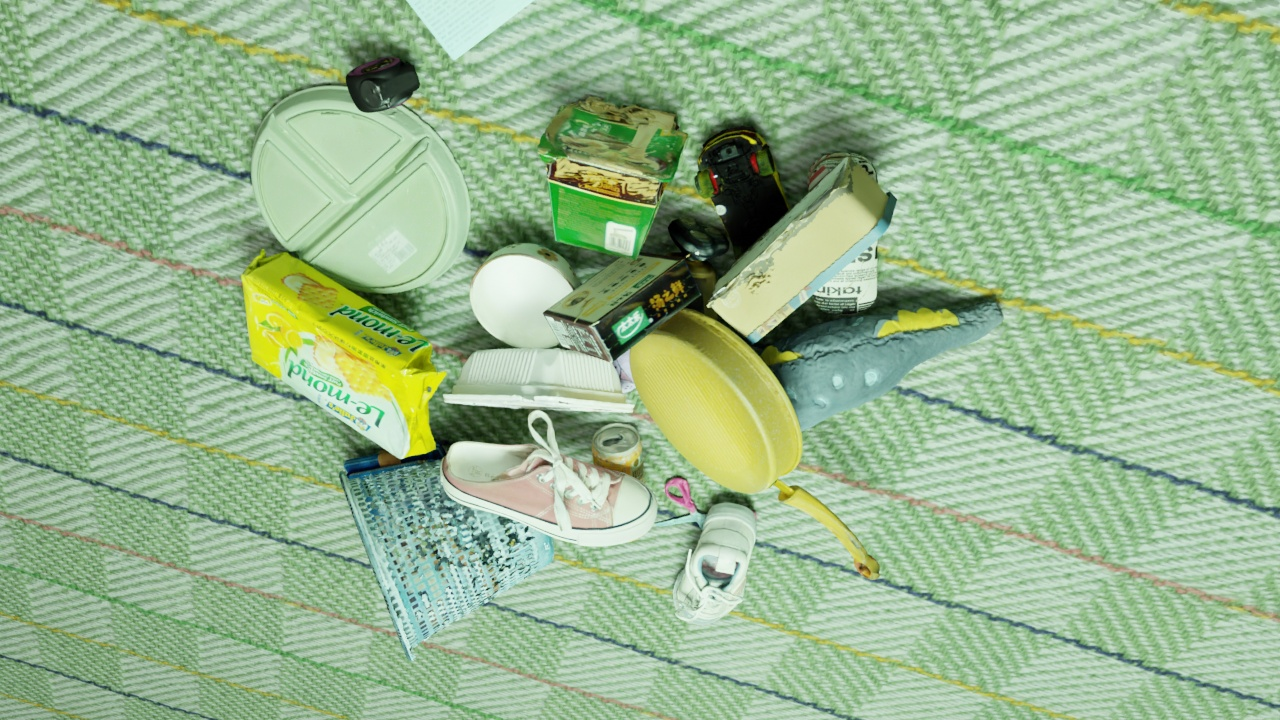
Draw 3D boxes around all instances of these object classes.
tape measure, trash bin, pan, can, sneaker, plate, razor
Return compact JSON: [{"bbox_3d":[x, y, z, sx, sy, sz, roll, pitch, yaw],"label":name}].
[{"bbox_3d":[-0.234,-0.248,0.831,0.058,0.056,0.039,19,136,41],"label":"tape measure"},{"bbox_3d":[-0.214,0.199,1.058,0.194,0.226,0.227,-21,128,-19],"label":"trash bin"},{"bbox_3d":[0.123,0.097,0.903,0.357,0.078,0.198,57,156,-11],"label":"pan"},{"bbox_3d":[-0.023,0.146,1.084,0.058,0.058,0.146,2,127,10],"label":"can"},{"bbox_3d":[0.091,0.281,1.134,0.089,0.090,0.243,13,136,2],"label":"sneaker"},{"bbox_3d":[-0.286,-0.162,0.925,0.230,0.027,0.231,6,128,8],"label":"plate"},{"bbox_3d":[-0.092,0.129,0.975,0.241,0.118,0.088,16,142,-8],"label":"sneaker"},{"bbox_3d":[0.061,-0.064,0.919,0.067,0.062,0.168,-20,132,-12],"label":"razor"}]

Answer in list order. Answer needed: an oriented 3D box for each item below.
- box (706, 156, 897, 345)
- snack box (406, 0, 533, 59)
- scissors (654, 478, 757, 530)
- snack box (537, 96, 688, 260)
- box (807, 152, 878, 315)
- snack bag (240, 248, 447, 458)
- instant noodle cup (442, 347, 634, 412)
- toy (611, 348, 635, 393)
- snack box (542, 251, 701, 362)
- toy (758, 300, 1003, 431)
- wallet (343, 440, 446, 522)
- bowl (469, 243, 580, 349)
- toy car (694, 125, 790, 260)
[{"bbox_3d":[0.142,-0.097,0.795,0.062,0.089,0.185,44,127,-8],"label":"box"},{"bbox_3d":[-0.110,-0.327,0.749,0.175,0.051,0.074,-26,116,26],"label":"snack box"},{"bbox_3d":[0.075,0.189,1.125,0.134,0.017,0.133,-14,126,25],"label":"scissors"},{"bbox_3d":[-0.026,-0.157,0.823,0.118,0.117,0.106,14,132,4],"label":"snack box"},{"bbox_3d":[0.188,-0.112,0.849,0.072,0.060,0.164,10,132,30],"label":"box"},{"bbox_3d":[-0.315,-0.008,0.980,0.246,0.068,0.158,32,140,8],"label":"snack bag"},{"bbox_3d":[-0.106,0.021,0.956,0.174,0.060,0.137,-3,172,42],"label":"instant noodle cup"},{"bbox_3d":[-0.006,0.006,0.987,0.108,0.038,0.084,-20,123,23],"label":"toy"},{"bbox_3d":[-0.015,-0.055,0.848,0.126,0.113,0.053,20,143,58],"label":"snack box"},{"bbox_3d":[0.179,0.017,0.924,0.357,0.091,0.137,-26,161,29],"label":"toy"},{"bbox_3d":[-0.296,0.155,1.157,0.133,0.040,0.106,-13,126,10],"label":"wallet"},{"bbox_3d":[-0.110,-0.074,0.934,0.113,0.062,0.114,7,128,8],"label":"bowl"},{"bbox_3d":[0.104,-0.141,0.852,0.071,0.041,0.156,-16,125,22],"label":"toy car"}]
